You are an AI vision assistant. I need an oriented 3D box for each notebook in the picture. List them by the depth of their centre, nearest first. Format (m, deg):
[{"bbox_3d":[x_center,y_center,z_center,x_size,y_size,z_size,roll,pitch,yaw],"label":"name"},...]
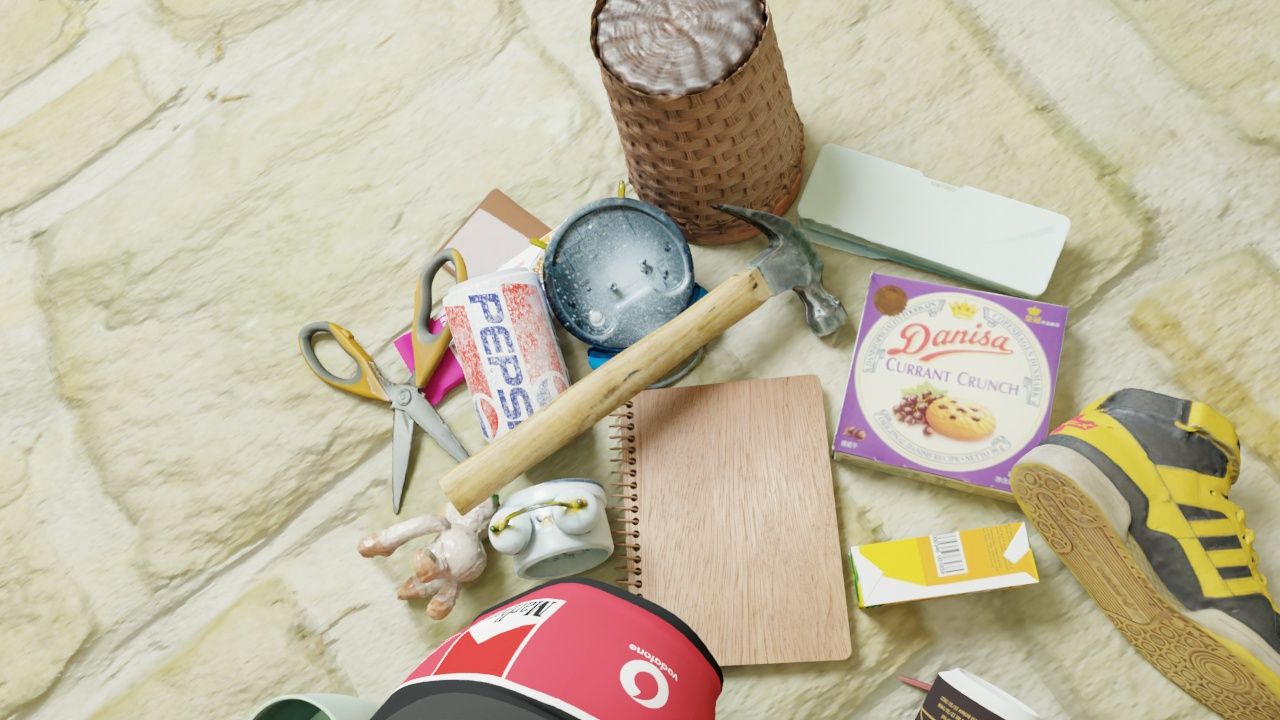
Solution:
[{"bbox_3d":[0.062,0.121,0.697,0.169,0.022,0.210,-6,73,8],"label":"notebook"}]

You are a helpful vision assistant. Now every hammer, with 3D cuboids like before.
[{"bbox_3d":[-0.004,0.004,0.681,0.330,0.033,0.132,-35,108,-9],"label":"hammer"}]

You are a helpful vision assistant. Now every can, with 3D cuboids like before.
[{"bbox_3d":[0.200,0.270,0.590,0.072,0.072,0.128,28,88,17],"label":"can"},{"bbox_3d":[-0.100,0.001,0.719,0.078,0.078,0.136,-17,90,6],"label":"can"}]

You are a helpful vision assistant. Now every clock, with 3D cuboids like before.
[{"bbox_3d":[-0.065,0.120,0.672,0.083,0.118,0.057,-18,64,5],"label":"clock"},{"bbox_3d":[-0.011,-0.051,0.725,0.116,0.060,0.161,-31,98,-5],"label":"clock"}]

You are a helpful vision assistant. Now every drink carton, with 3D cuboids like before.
[{"bbox_3d":[0.211,0.144,0.640,0.122,0.058,0.041,-11,72,8],"label":"drink carton"}]

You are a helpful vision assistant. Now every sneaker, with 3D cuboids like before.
[{"bbox_3d":[0.364,0.122,0.604,0.122,0.086,0.238,-40,86,-20],"label":"sneaker"}]

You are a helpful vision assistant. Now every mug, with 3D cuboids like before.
[{"bbox_3d":[-0.234,0.295,0.659,0.084,0.104,0.111,30,80,18],"label":"mug"}]

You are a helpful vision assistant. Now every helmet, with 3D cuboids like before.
[{"bbox_3d":[-0.084,0.278,0.549,0.197,0.272,0.224,37,50,-7],"label":"helmet"}]

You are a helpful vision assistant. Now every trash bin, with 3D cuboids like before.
[{"bbox_3d":[0.049,-0.198,0.695,0.151,0.210,0.151,-3,73,9],"label":"trash bin"}]

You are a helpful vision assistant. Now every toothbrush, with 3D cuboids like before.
[{"bbox_3d":[0.267,0.248,0.622,0.184,0.015,0.015,15,80,16],"label":"toothbrush"}]

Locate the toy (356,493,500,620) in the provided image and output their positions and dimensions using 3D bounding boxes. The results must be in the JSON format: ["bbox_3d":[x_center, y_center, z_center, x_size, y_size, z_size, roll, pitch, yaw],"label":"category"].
[{"bbox_3d":[-0.152,0.136,0.709,0.074,0.085,0.105,14,52,45],"label":"toy"}]

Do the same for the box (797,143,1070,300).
[{"bbox_3d":[0.224,-0.106,0.717,0.199,0.071,0.084,20,59,15],"label":"box"}]

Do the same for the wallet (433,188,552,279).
[{"bbox_3d":[-0.112,-0.087,0.797,0.121,0.013,0.087,38,84,17],"label":"wallet"}]

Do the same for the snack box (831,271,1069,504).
[{"bbox_3d":[0.228,0.018,0.683,0.143,0.040,0.147,12,76,14],"label":"snack box"}]

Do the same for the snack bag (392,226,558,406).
[{"bbox_3d":[-0.115,-0.043,0.771,0.196,0.016,0.070,-34,77,6],"label":"snack bag"}]

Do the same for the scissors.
[{"bbox_3d":[-0.210,0.012,0.773,0.226,0.016,0.225,8,87,23],"label":"scissors"}]
